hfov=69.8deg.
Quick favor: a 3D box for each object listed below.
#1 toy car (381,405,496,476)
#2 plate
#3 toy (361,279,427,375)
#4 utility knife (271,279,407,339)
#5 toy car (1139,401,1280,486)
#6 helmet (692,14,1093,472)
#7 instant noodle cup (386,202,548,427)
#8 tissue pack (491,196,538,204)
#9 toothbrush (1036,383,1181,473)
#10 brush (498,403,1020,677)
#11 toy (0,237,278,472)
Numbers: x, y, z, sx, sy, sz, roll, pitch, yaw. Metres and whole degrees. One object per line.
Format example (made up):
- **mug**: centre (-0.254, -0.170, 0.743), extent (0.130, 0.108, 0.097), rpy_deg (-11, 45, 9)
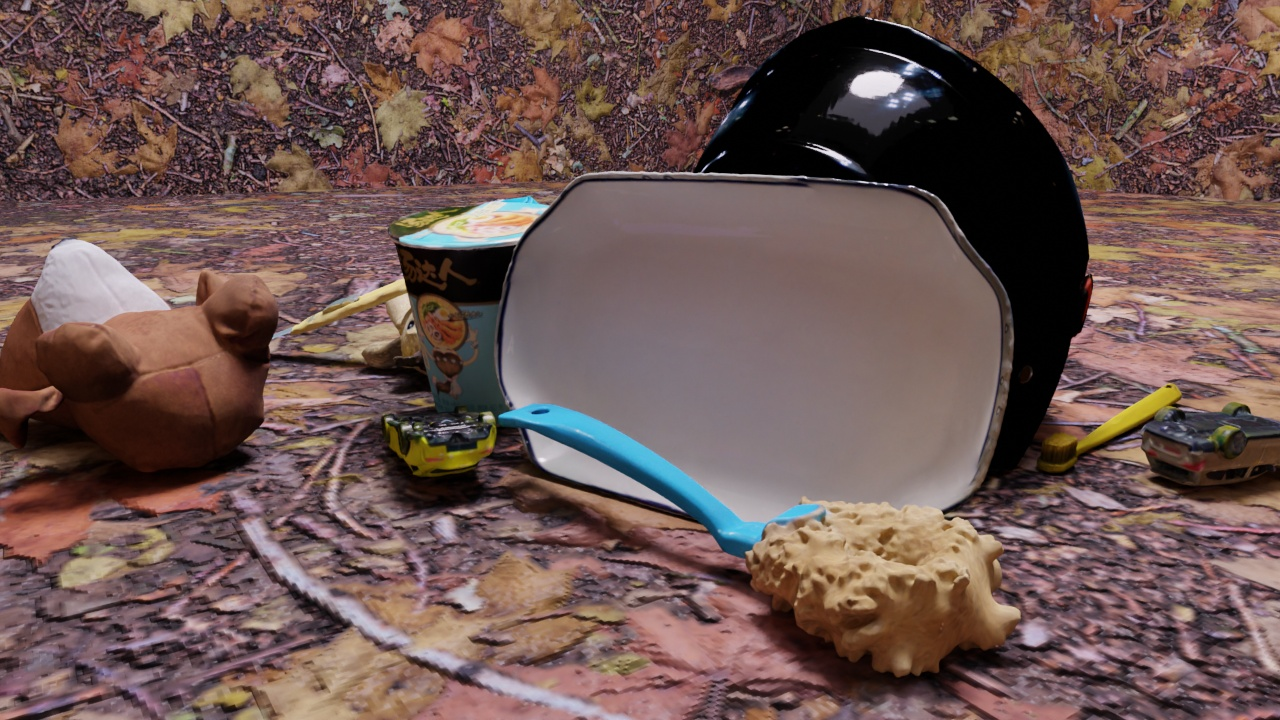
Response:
- **toy car**: centre (-0.108, 0.043, 0.488), extent (0.048, 0.032, 0.105), rpy_deg (-6, 5, -23)
- **plate**: centre (0.040, -0.006, 0.439), extent (0.266, 0.162, 0.034), rpy_deg (9, 3, 33)
- **toy**: centre (-0.159, -0.030, 0.691), extent (0.105, 0.066, 0.157), rpy_deg (-10, 24, -17)
- **utility knife**: centre (-0.226, -0.036, 0.693), extent (0.207, 0.021, 0.030), rpy_deg (-23, 16, 22)
- **toy car**: centre (0.308, 0.043, 0.481), extent (0.090, 0.035, 0.042), rpy_deg (-5, 17, -20)
- **helmet**: centre (0.147, -0.065, 0.558), extent (0.234, 0.230, 0.274), rpy_deg (17, 2, 41)
- **instant noodle cup**: centre (-0.092, -0.027, 0.564), extent (0.111, 0.120, 0.111), rpy_deg (-2, 21, 0)
- **tissue pack**: centre (-0.096, -0.079, 0.777), extent (0.090, 0.063, 0.140), rpy_deg (-2, -28, 37)
- **toothbrush**: centre (0.284, 0.035, 0.547), extent (0.189, 0.017, 0.016), rpy_deg (-13, 21, -41)
- **brush**: centre (0.028, 0.057, 0.386), extent (0.255, 0.046, 0.083), rpy_deg (21, 28, 39)
- **toy**: centre (-0.298, -0.006, 0.518), extent (0.200, 0.130, 0.139), rpy_deg (2, 17, 44)
